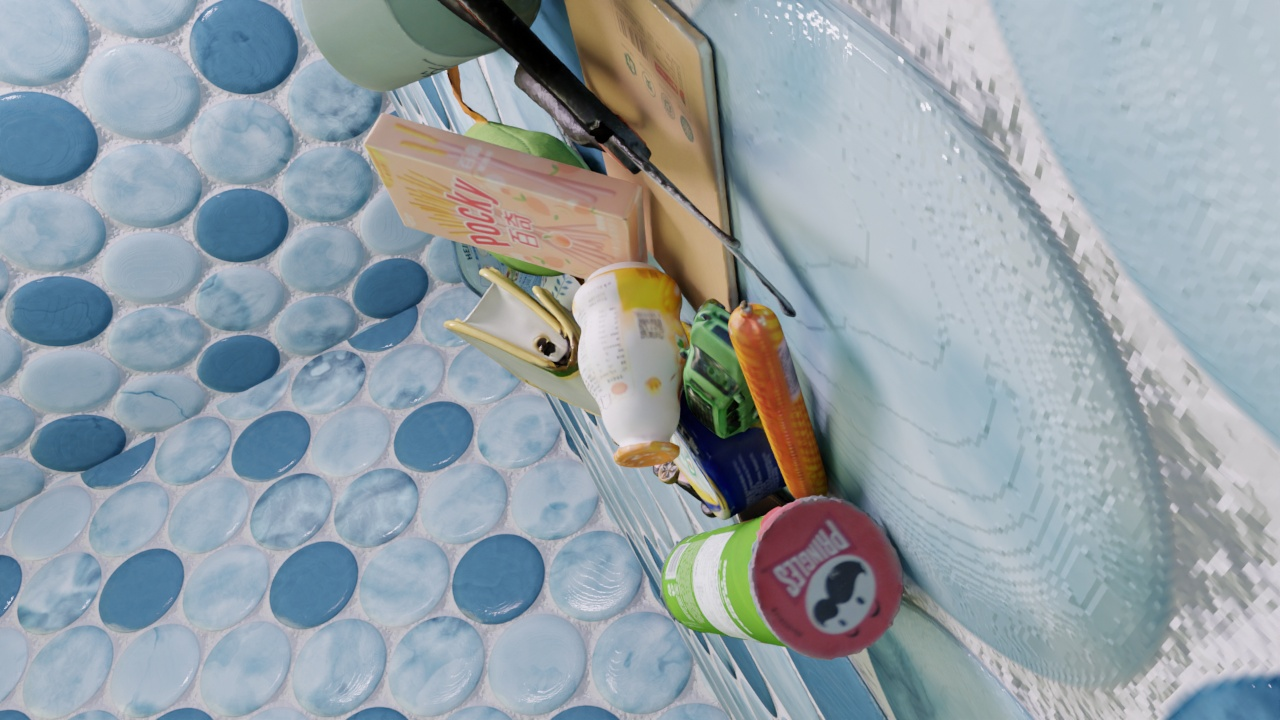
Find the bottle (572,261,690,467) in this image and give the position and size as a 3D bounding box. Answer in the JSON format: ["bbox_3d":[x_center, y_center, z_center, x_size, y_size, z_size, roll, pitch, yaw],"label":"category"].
[{"bbox_3d":[-0.003,0.003,0.504,0.063,0.063,0.108,84,179,-69],"label":"bottle"}]

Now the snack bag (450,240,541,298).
[{"bbox_3d":[-0.122,-0.096,0.849,0.190,0.039,0.110,8,-111,-68],"label":"snack bag"}]

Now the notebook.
[{"bbox_3d":[0.004,-0.105,0.454,0.147,0.008,0.208,56,170,34],"label":"notebook"}]

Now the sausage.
[{"bbox_3d":[0.065,0.025,0.416,0.021,0.021,0.165,55,175,40],"label":"sausage"}]

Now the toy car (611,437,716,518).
[{"bbox_3d":[0.024,0.069,0.635,0.056,0.037,0.122,43,173,-32],"label":"toy car"}]

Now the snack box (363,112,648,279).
[{"bbox_3d":[-0.074,-0.089,0.529,0.157,0.026,0.084,17,158,11],"label":"snack box"}]

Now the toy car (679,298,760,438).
[{"bbox_3d":[0.043,0.007,0.463,0.043,0.036,0.091,41,160,25],"label":"toy car"}]

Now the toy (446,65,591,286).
[{"bbox_3d":[-0.090,-0.121,0.685,0.227,0.090,0.247,56,170,-22],"label":"toy"}]

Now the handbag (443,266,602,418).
[{"bbox_3d":[-0.041,0.003,0.699,0.179,0.063,0.163,26,173,22],"label":"handbag"}]

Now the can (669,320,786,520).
[{"bbox_3d":[0.036,0.033,0.559,0.148,0.049,0.075,52,166,50],"label":"can"}]

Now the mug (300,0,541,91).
[{"bbox_3d":[-0.105,-0.201,0.492,0.107,0.111,0.082,-7,111,35],"label":"mug"}]

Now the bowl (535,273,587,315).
[{"bbox_3d":[-0.059,-0.045,0.832,0.113,0.062,0.113,61,171,16],"label":"bowl"}]

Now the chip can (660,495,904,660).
[{"bbox_3d":[0.065,0.124,0.521,0.072,0.072,0.236,61,165,8],"label":"chip can"}]

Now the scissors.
[{"bbox_3d":[-0.026,-0.104,0.387,0.222,0.022,0.220,42,-172,-22],"label":"scissors"}]

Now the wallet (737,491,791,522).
[{"bbox_3d":[0.096,0.120,0.591,0.096,0.020,0.122,66,168,-21],"label":"wallet"}]
